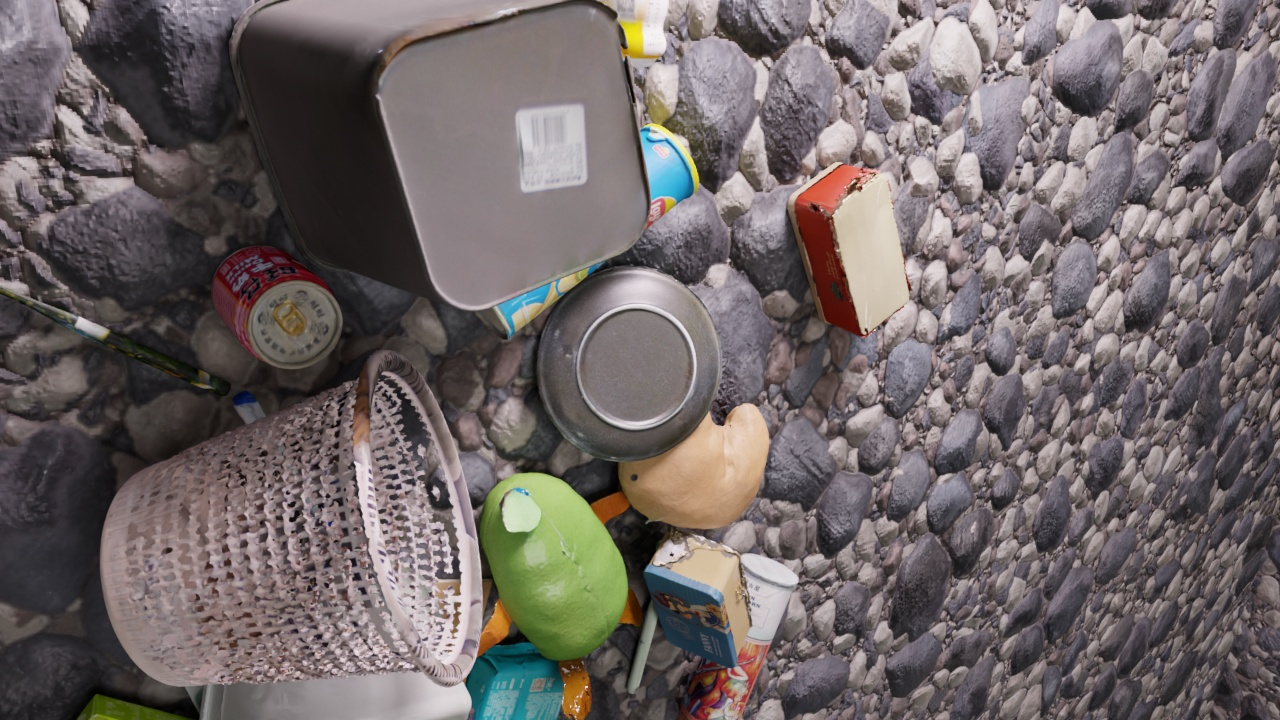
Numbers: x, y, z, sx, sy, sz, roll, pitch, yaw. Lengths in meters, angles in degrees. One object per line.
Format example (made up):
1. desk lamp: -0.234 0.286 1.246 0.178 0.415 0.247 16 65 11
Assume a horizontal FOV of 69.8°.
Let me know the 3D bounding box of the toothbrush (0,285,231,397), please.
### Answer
1. toothbrush: -0.354 -0.017 0.600 0.185 0.017 0.012 34 84 -41

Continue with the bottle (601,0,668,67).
1. bottle: -0.009 -0.286 0.713 0.063 0.063 0.108 -11 115 -33

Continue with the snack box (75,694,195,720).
1. snack box: -0.367 0.316 0.708 0.156 0.026 0.086 35 95 -35

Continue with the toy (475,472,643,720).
1. toy: -0.074 0.201 0.853 0.226 0.090 0.247 -45 124 -37

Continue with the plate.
1. plate: -0.005 0.005 0.824 0.179 0.024 0.179 -2 96 -19

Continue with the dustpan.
1. dustpan: -0.257 0.296 0.756 0.222 0.142 0.258 3 124 -45

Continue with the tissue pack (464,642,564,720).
1. tissue pack: -0.128 0.336 0.896 0.093 0.050 0.133 11 102 -37

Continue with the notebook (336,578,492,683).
1. notebook: -0.223 0.295 0.826 0.149 0.012 0.211 10 99 -40

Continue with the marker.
1. marker: -0.271 0.084 0.705 0.016 0.017 0.146 -33 125 -22

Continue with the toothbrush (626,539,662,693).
1. toothbrush: 0.009 0.281 0.996 0.029 0.020 0.190 -27 132 -65

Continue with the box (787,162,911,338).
1. box: 0.226 -0.112 0.951 0.091 0.080 0.168 -37 127 -18

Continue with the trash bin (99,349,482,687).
1. trash bin: -0.231 0.124 0.620 0.192 0.227 0.228 -14 121 2

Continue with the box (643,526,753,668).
1. box: 0.064 0.252 0.955 0.061 0.090 0.184 -56 146 -34

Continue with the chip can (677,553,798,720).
1. chip can: 0.110 0.335 1.060 0.071 0.071 0.215 13 101 -39

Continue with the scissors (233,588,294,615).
1. scissors: -0.289 0.263 0.741 0.146 0.014 0.172 18 80 -51

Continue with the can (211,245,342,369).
1. can: -0.246 -0.037 0.622 0.066 0.094 0.067 -15 117 -32

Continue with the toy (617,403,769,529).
1. toy: 0.035 0.094 0.901 0.225 0.083 0.143 19 82 -37

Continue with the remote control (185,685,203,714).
1. remote control: -0.326 0.279 0.745 0.056 0.019 0.135 -24 121 -27

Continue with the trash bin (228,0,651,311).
1. trash bin: -0.120 -0.146 0.590 0.198 0.220 0.199 -26 121 -27

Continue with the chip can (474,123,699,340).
1. chip can: -0.050 -0.107 0.752 0.210 0.071 0.071 -40 127 -17
